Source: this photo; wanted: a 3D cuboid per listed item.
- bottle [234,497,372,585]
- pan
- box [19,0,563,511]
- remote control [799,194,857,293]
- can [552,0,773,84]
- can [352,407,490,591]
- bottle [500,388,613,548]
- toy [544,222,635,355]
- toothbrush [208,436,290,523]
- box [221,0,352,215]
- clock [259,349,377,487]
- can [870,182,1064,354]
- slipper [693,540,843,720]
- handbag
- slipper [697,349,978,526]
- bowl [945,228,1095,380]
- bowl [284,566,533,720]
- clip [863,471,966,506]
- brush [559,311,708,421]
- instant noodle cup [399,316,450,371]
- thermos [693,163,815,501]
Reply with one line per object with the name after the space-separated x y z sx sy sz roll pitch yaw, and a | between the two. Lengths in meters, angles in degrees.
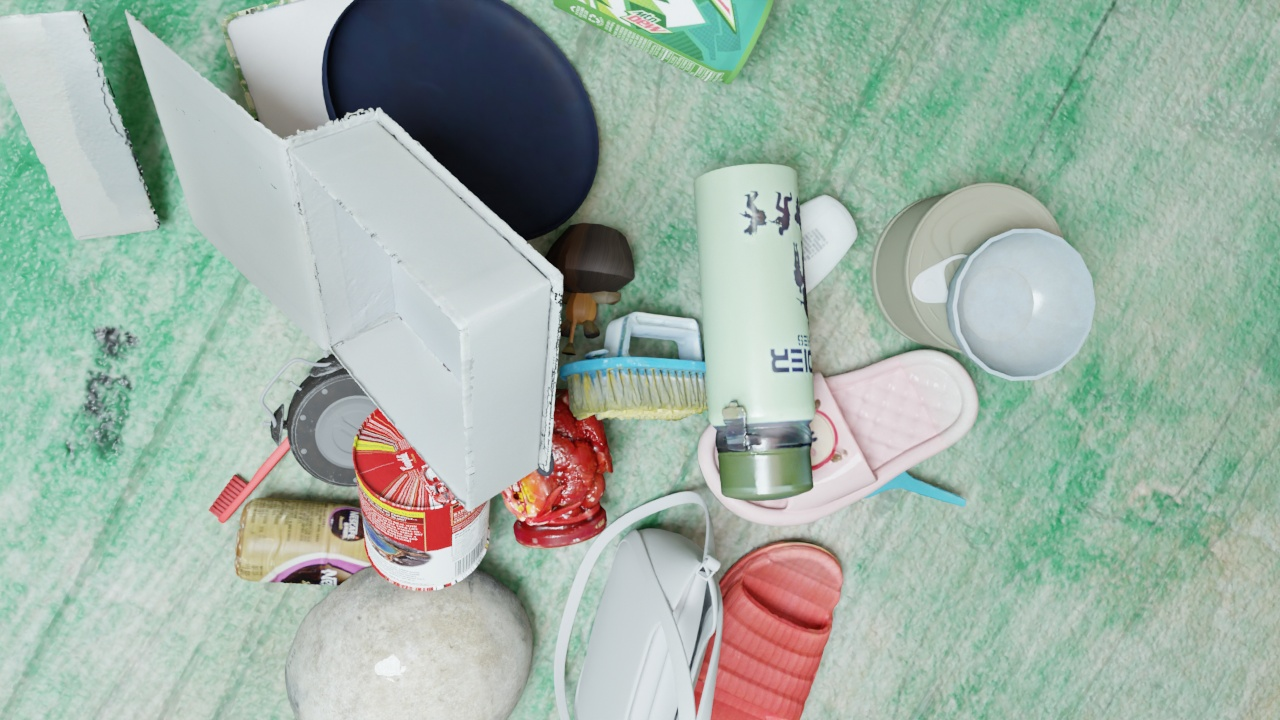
-0.205 0.136 0.674 0.166 0.060 0.059 7 94 -16 | bottle
-0.100 -0.096 0.612 0.198 0.021 0.356 -4 74 -35 | pan
-0.199 -0.075 0.540 0.368 0.166 0.098 37 53 22 | box
0.115 -0.080 0.714 0.114 0.028 0.060 -42 97 0 | remote control
0.016 -0.263 0.657 0.144 0.083 0.083 24 91 -9 | can
-0.143 0.090 0.611 0.086 0.117 0.086 6 51 -7 | can
-0.068 0.075 0.665 0.099 0.099 0.111 -8 100 -7 | bottle
-0.042 -0.052 0.679 0.076 0.062 0.100 3 78 27 | toy
-0.246 0.035 0.682 0.018 0.012 0.212 41 88 -9 | toothbrush
-0.205 -0.154 0.654 0.117 0.051 0.205 -20 98 -8 | box
-0.212 0.041 0.663 0.123 0.044 0.091 40 90 -27 | clock
0.251 -0.069 0.711 0.127 0.073 0.128 -1 95 -8 | can
0.081 0.256 0.723 0.103 0.059 0.249 30 92 -10 | slipper
0.007 0.205 0.625 0.095 0.222 0.216 15 92 -10 | handbag
0.154 0.056 0.702 0.221 0.056 0.106 -20 73 -3 | slipper
0.265 -0.040 0.657 0.106 0.039 0.106 -1 95 -8 | bowl
-0.158 0.235 0.653 0.178 0.081 0.178 -6 111 -17 | bowl
0.203 0.095 0.743 0.119 0.027 0.102 -4 89 -6 | clip
-0.004 0.004 0.659 0.135 0.056 0.075 3 73 -46 | brush
-0.127 -0.022 0.657 0.097 0.098 0.108 45 81 -9 | instant noodle cup
0.080 -0.017 0.650 0.082 0.082 0.231 -2 86 -8 | thermos
